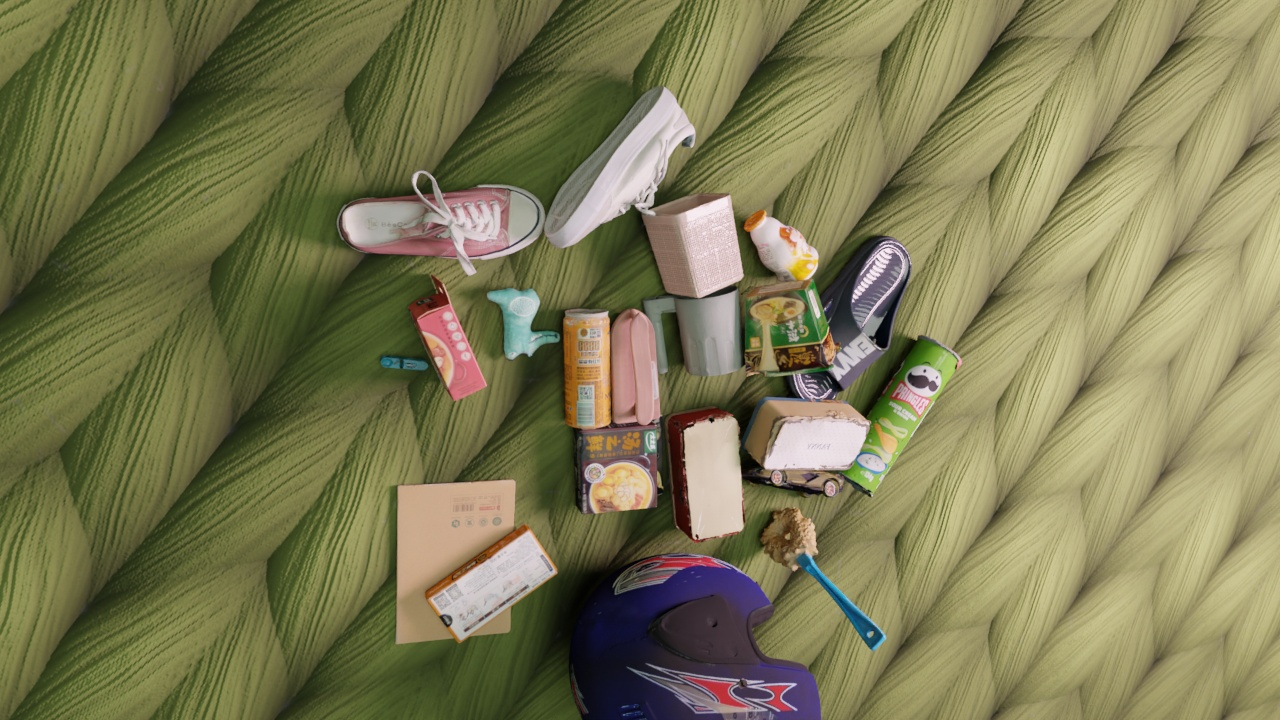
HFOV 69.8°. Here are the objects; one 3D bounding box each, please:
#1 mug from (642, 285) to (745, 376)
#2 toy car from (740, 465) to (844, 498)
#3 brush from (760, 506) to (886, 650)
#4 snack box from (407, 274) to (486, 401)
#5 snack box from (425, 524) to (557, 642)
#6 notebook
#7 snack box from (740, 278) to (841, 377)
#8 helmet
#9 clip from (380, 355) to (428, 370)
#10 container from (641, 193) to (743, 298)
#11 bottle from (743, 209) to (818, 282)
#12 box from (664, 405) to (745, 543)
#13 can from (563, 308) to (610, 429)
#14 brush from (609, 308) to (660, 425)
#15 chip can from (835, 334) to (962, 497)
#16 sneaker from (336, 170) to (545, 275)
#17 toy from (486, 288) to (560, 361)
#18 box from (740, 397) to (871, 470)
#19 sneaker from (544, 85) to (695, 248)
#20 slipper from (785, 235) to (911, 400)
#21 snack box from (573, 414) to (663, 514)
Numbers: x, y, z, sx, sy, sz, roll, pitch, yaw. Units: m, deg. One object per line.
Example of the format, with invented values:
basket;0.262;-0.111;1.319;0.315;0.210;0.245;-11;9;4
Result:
mug;0.071;-0.037;1.189;0.124;0.083;0.103;-7;105;9
toy car;0.209;0.164;1.274;0.158;0.070;0.042;12;77;-23
brush;0.242;0.288;1.221;0.083;0.254;0.046;-47;129;5
snack box;-0.228;-0.028;1.055;0.044;0.113;0.127;-25;107;-13
snack box;-0.188;0.282;1.165;0.153;0.026;0.075;-34;109;-12
notebook;-0.234;0.254;1.162;0.147;0.008;0.208;-1;100;-20
snack box;0.189;-0.045;1.178;0.118;0.118;0.105;-7;103;18
helmet;0.067;0.368;1.166;0.315;0.248;0.240;4;63;-15
clip;-0.281;0.003;1.092;0.056;0.043;0.014;7;96;-18
container;0.069;-0.144;1.152;0.089;0.090;0.111;-25;111;-25
bottle;0.184;-0.150;1.209;0.108;0.063;0.063;42;84;-22
box;0.091;0.152;1.224;0.091;0.080;0.168;-10;104;-18
can;-0.067;0.010;1.151;0.058;0.058;0.146;-4;102;-20
brush;-0.007;0.007;1.165;0.063;0.073;0.146;-5;100;-19
chip can;0.367;0.080;1.316;0.072;0.072;0.236;35;88;-22
sneaker;-0.219;-0.156;1.047;0.240;0.088;0.118;-5;102;-22
toy;-0.144;-0.045;1.130;0.096;0.030;0.092;-4;106;-27
box;0.220;0.100;1.237;0.184;0.059;0.090;7;115;-32
sneaker;-0.019;-0.216;1.113;0.091;0.090;0.242;45;74;-28
slipper;0.296;-0.054;1.260;0.110;0.083;0.268;35;86;-20
snack box;-0.023;0.135;1.199;0.125;0.053;0.113;-4;101;-14
